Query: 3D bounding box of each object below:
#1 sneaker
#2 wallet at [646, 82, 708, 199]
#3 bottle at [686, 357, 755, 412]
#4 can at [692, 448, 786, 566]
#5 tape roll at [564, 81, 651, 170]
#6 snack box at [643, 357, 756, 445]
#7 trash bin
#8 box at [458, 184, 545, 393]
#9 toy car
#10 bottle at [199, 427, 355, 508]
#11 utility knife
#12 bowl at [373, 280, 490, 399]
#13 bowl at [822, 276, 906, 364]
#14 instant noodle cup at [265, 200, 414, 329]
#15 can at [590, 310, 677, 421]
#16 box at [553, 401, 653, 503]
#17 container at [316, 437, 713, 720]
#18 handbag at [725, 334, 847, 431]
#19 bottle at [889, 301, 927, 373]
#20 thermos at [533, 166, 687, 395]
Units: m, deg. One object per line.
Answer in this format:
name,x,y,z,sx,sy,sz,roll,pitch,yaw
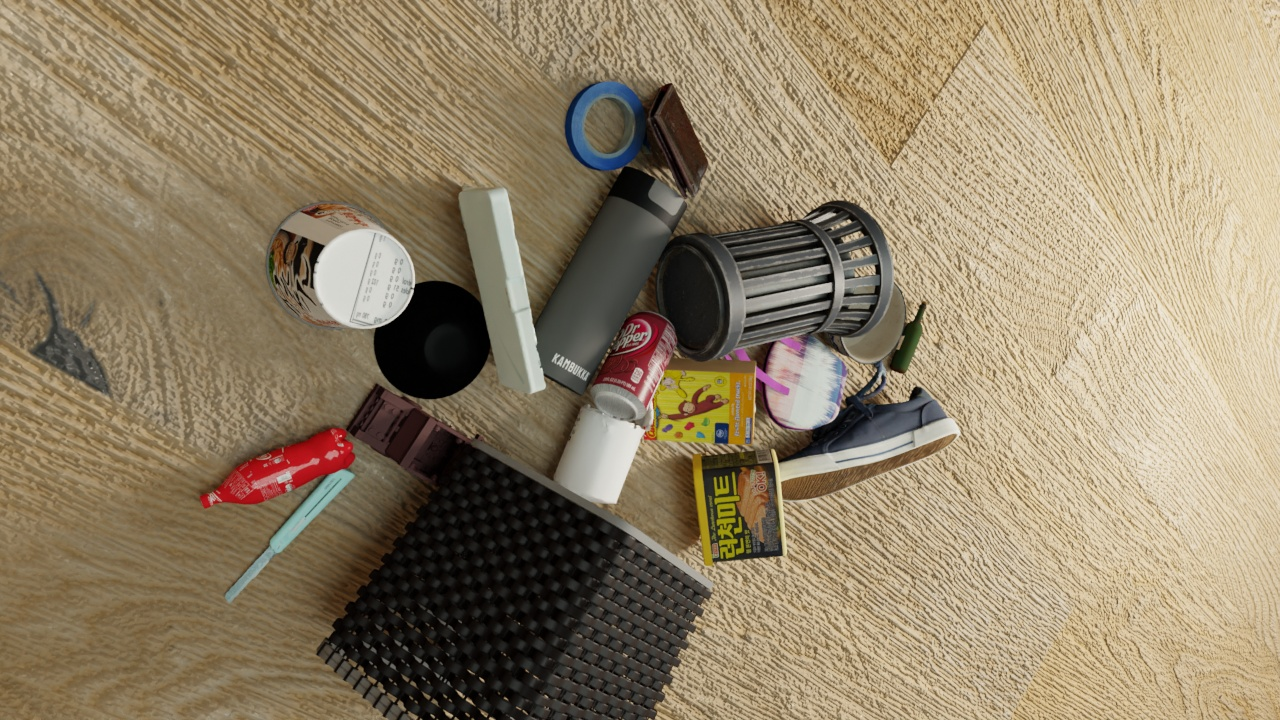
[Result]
sneaker,0.276,0.095,1.225,0.294,0.127,0.121,-17,152,-19
wallet,0.041,-0.239,0.994,0.031,0.119,0.099,-19,116,20
bottle,0.092,0.037,1.106,0.063,0.063,0.109,-44,118,-16
can,0.121,0.178,1.122,0.101,0.072,0.131,-6,107,5
tape roll,-0.037,-0.253,0.991,0.092,0.016,0.091,-25,112,-24
snack box,0.068,0.046,1.058,0.126,0.040,0.088,2,111,9
trash bin,0.145,-0.087,1.043,0.227,0.164,0.164,-13,107,-30
box,-0.144,-0.072,0.898,0.043,0.136,0.197,-16,108,-22
toy car,-0.208,0.093,0.939,0.169,0.062,0.070,36,82,-31
bottle,-0.344,0.106,0.873,0.141,0.042,0.042,-23,111,-24
utility knife,-0.348,0.170,0.905,0.168,0.015,0.022,-48,121,-9
bowl,-0.200,-0.016,0.926,0.123,0.052,0.124,-7,104,-29
bowl,0.284,-0.057,1.200,0.115,0.059,0.115,-7,104,-29
instant noodle cup,-0.265,-0.080,0.832,0.123,0.122,0.124,-7,104,-29
can,-0.006,0.006,0.987,0.063,0.063,0.113,46,53,-30
box,-0.033,0.084,1.034,0.092,0.081,0.161,20,89,-9
container,-0.106,0.255,0.902,0.243,0.246,0.247,-59,143,-12
handbag,0.171,0.006,1.143,0.170,0.068,0.144,33,58,-22
bottle,0.378,-0.033,1.281,0.025,0.025,0.106,23,89,-32
thermos,-0.040,-0.087,0.988,0.082,0.082,0.240,32,84,-32
